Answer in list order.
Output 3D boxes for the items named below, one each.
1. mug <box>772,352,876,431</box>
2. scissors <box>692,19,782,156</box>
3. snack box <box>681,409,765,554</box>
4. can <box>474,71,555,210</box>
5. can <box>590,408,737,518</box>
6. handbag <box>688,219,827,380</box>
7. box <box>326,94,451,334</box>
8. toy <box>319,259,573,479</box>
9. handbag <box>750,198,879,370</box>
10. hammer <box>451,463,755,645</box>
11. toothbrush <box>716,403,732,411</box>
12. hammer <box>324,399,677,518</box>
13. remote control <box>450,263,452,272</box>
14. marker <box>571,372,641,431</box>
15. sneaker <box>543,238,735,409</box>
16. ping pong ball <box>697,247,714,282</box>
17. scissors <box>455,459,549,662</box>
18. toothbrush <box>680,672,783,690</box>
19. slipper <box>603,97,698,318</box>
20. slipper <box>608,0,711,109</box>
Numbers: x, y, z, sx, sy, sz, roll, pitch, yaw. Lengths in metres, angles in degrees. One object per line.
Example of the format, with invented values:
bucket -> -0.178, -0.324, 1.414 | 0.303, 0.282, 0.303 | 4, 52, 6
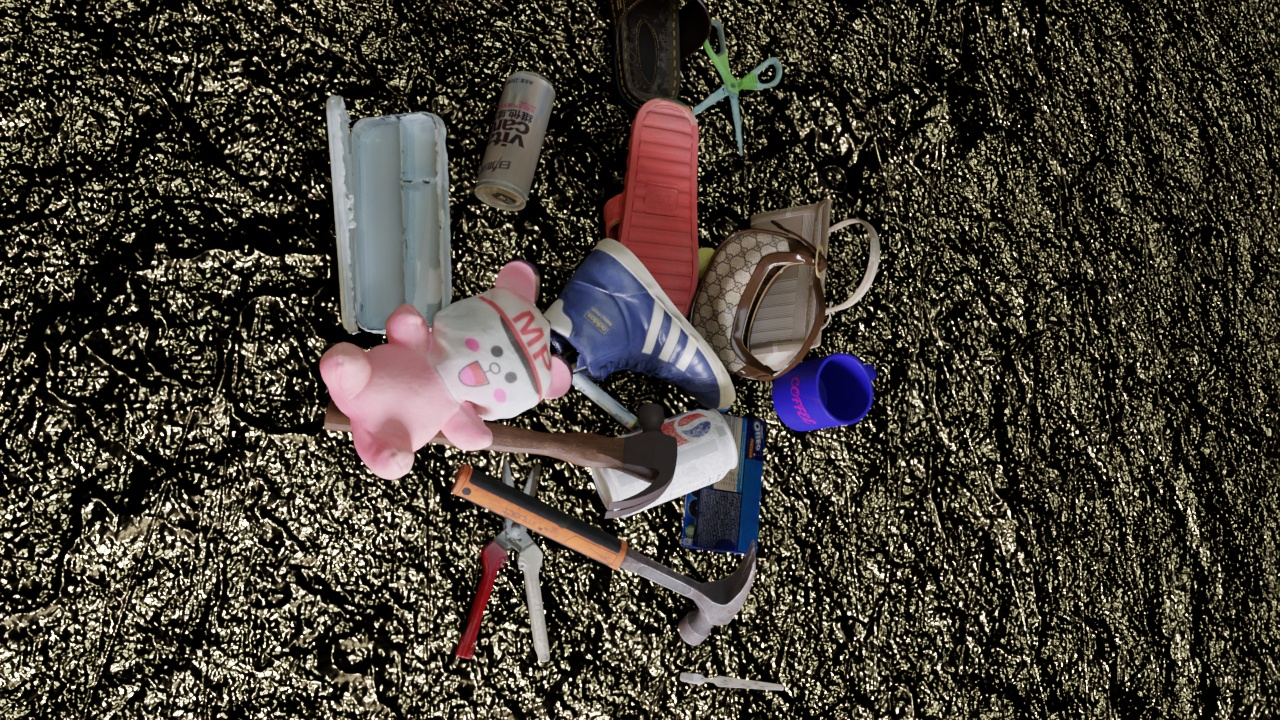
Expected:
mug -> 0.219, 0.031, 1.052 | 0.111, 0.084, 0.079 | -24, 92, -28
scissors -> 0.114, -0.329, 1.101 | 0.167, 0.023, 0.171 | -7, 87, -33
snack box -> 0.093, 0.133, 1.004 | 0.082, 0.027, 0.150 | 13, 76, -25
can -> -0.127, -0.225, 0.940 | 0.054, 0.054, 0.135 | 20, 73, -23
can -> 0.023, 0.102, 0.932 | 0.136, 0.078, 0.078 | -19, 90, -16
handbag -> 0.132, -0.062, 0.973 | 0.063, 0.138, 0.166 | 13, 102, -58
box -> -0.242, -0.127, 0.812 | 0.107, 0.124, 0.215 | -5, 87, 15
toy -> -0.164, 0.008, 0.811 | 0.212, 0.084, 0.142 | -29, 101, -25
handbag -> 0.186, -0.093, 0.993 | 0.062, 0.198, 0.175 | 13, 75, -24
hammer -> -0.032, 0.172, 0.888 | 0.314, 0.138, 0.034 | 29, 31, -16
toothbrush -> 0.091, -0.025, 1.037 | 0.016, 0.014, 0.166 | 4, 79, -26
hammer -> -0.125, 0.074, 0.851 | 0.323, 0.033, 0.115 | 9, 54, -7
remote control -> -0.231, -0.123, 0.895 | 0.046, 0.009, 0.124 | -38, 99, -27
marker -> -0.036, 0.043, 0.960 | 0.146, 0.017, 0.017 | 39, 66, -16
sneaker -> -0.006, 0.004, 0.931 | 0.118, 0.091, 0.233 | -47, 120, -18
ping pong ball -> 0.073, -0.106, 1.027 | 0.040, 0.040, 0.040 | 5, 79, -26
scissors -> -0.125, 0.205, 0.889 | 0.186, 0.015, 0.179 | -40, 98, -27
toothbrush -> 0.083, 0.309, 0.881 | 0.010, 0.182, 0.010 | 16, 69, -21
slipper -> 0.011, -0.155, 0.995 | 0.103, 0.059, 0.249 | -1, 96, -25
slipper -> 0.021, -0.409, 1.034 | 0.113, 0.076, 0.267 | 8, 78, -26
